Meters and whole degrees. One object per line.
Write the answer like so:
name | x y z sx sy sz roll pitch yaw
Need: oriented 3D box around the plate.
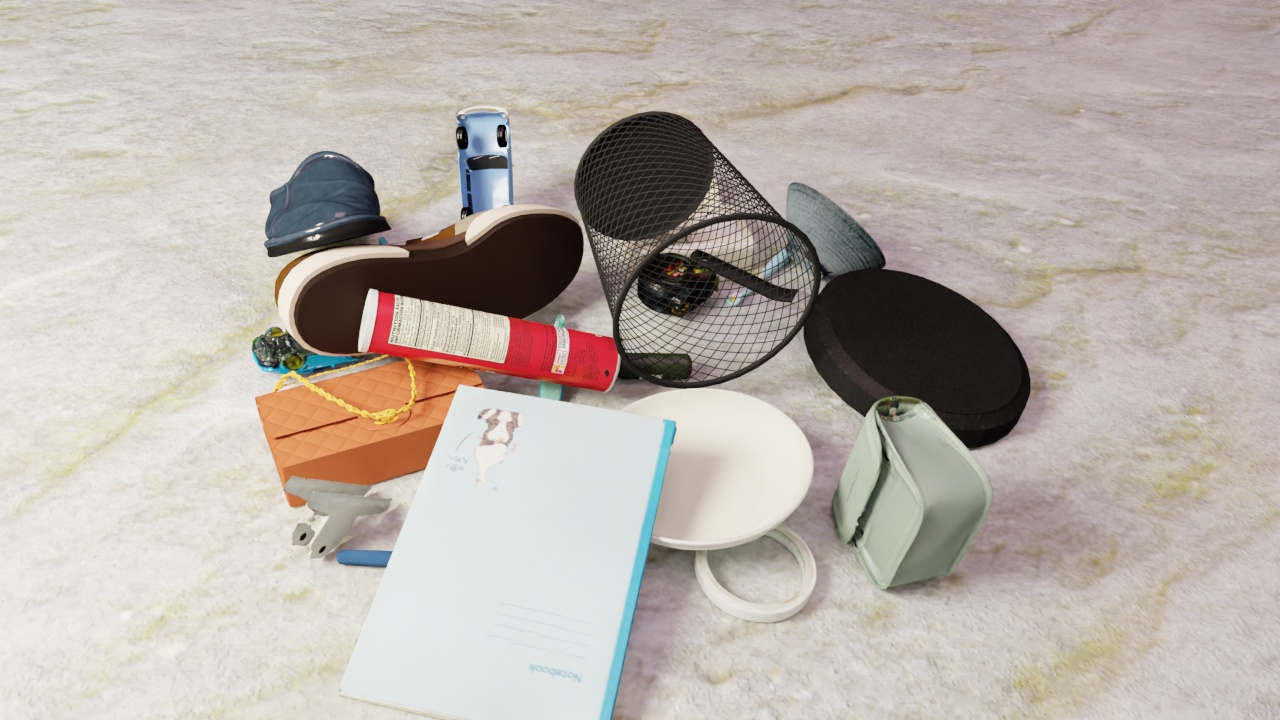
plate | 0.047 0.090 0.742 0.182 0.034 0.182 -3 36 2

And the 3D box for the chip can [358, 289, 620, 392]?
chip can | -0.124 -0.014 0.778 0.214 0.052 0.051 11 38 -22

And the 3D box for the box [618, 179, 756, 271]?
box | 0.040 -0.168 1.048 0.143 0.044 0.184 -5 42 -15

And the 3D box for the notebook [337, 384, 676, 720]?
notebook | -0.084 0.133 0.657 0.181 0.009 0.252 9 53 7

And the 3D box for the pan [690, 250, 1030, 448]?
pan | 0.212 -0.039 0.903 0.356 0.034 0.224 26 44 9

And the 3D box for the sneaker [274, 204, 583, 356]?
sneaker | -0.195 -0.086 0.852 0.293 0.112 0.116 -22 37 -30

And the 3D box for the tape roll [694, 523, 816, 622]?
tape roll | 0.088 0.157 0.703 0.093 0.013 0.092 4 41 -4

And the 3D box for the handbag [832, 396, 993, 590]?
handbag | 0.197 0.105 0.701 0.067 0.122 0.106 -10 47 -18

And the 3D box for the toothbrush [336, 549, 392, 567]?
toothbrush | -0.138 0.148 0.675 0.167 0.014 0.014 4 29 -2

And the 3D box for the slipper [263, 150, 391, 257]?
slipper | -0.300 -0.151 0.858 0.108 0.083 0.265 -15 17 -14

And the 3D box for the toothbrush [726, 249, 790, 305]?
toothbrush | 0.140 -0.100 1.008 0.022 0.016 0.154 -13 21 45

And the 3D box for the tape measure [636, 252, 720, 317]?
tape measure | 0.033 -0.078 0.946 0.072 0.042 0.071 35 55 21

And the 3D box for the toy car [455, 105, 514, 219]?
toy car | -0.164 -0.193 0.982 0.056 0.153 0.054 -2 4 1

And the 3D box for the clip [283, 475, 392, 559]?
clip | -0.235 0.110 0.673 0.059 0.102 0.052 -45 69 4

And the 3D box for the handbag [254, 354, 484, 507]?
handbag | -0.218 0.040 0.757 0.171 0.060 0.109 -15 42 -25

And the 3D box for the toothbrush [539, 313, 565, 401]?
toothbrush | -0.080 0.002 0.852 0.022 0.017 0.135 8 40 -5

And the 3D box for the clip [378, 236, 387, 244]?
clip | -0.232 -0.082 0.919 0.120 0.030 0.130 -13 46 -16

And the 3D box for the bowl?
bowl | 0.196 -0.127 1.001 0.057 0.137 0.137 -48 57 0

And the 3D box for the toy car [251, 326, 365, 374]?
toy car | -0.290 -0.010 0.820 0.105 0.032 0.048 -16 45 -33

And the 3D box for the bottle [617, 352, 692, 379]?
bottle | -0.005 0.005 0.855 0.106 0.025 0.025 1 41 -9

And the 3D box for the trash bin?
trash bin | 0.035 -0.112 0.837 0.184 0.184 0.210 -7 44 -17
